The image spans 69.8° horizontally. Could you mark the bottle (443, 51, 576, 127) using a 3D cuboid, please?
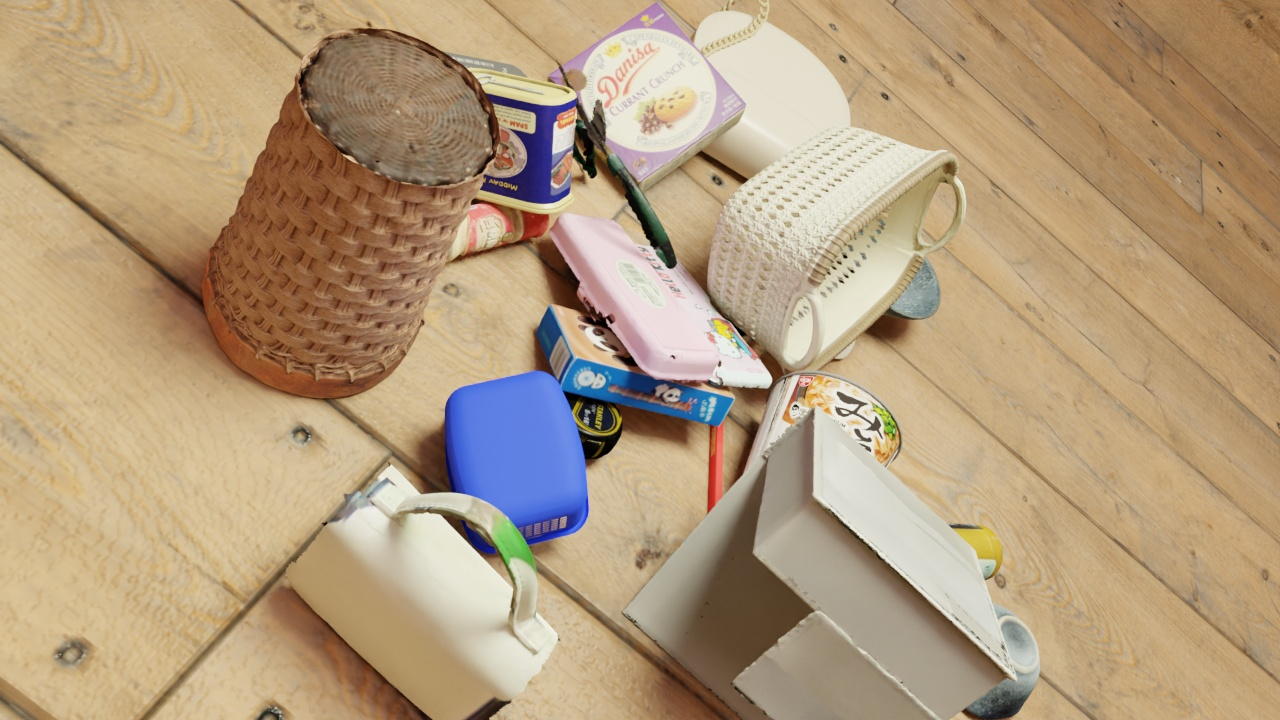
[{"bbox_3d":[-0.140,-0.233,0.844,0.173,0.046,0.083,-2,61,-36],"label":"bottle"}]

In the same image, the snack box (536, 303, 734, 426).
[{"bbox_3d":[-0.004,0.004,0.757,0.151,0.034,0.087,15,26,-28],"label":"snack box"}]

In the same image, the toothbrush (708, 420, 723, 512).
[{"bbox_3d":[0.056,0.133,0.747,0.018,0.012,0.212,22,50,-21],"label":"toothbrush"}]

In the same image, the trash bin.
[{"bbox_3d":[-0.189,-0.089,0.595,0.151,0.211,0.151,17,52,-24],"label":"trash bin"}]

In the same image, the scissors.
[{"bbox_3d":[-0.022,-0.161,0.804,0.015,0.202,0.202,-32,88,-6],"label":"scissors"}]

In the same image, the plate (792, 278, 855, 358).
[{"bbox_3d":[0.194,-0.053,0.952,0.104,0.026,0.104,26,46,-31],"label":"plate"}]

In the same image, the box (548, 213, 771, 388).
[{"bbox_3d":[0.019,-0.053,0.790,0.152,0.038,0.201,2,40,-39],"label":"box"}]

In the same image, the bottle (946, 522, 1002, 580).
[{"bbox_3d":[0.243,0.172,0.822,0.186,0.053,0.053,7,56,-30],"label":"bottle"}]

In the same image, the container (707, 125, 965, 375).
[{"bbox_3d":[0.177,-0.108,0.851,0.143,0.185,0.245,35,53,26],"label":"container"}]

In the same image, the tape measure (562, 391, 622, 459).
[{"bbox_3d":[-0.045,0.050,0.719,0.061,0.034,0.061,25,35,-10],"label":"tape measure"}]

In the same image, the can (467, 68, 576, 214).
[{"bbox_3d":[-0.110,-0.183,0.758,0.116,0.092,0.056,17,32,16],"label":"can"}]

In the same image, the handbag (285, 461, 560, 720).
[{"bbox_3d":[-0.107,0.123,0.526,0.151,0.176,0.073,43,44,-1],"label":"handbag"}]

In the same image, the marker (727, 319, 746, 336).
[{"bbox_3d":[0.121,-0.042,0.914,0.138,0.016,0.022,-19,57,-43],"label":"marker"}]

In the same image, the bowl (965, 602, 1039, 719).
[{"bbox_3d":[0.312,0.256,0.809,0.110,0.055,0.110,17,52,-23],"label":"bowl"}]

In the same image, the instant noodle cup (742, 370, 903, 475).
[{"bbox_3d":[0.140,0.094,0.768,0.123,0.124,0.121,39,55,-6],"label":"instant noodle cup"}]

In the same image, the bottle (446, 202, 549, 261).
[{"bbox_3d":[-0.128,-0.114,0.773,0.108,0.044,0.044,-24,75,-42],"label":"bottle"}]

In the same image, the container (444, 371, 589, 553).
[{"bbox_3d":[-0.087,0.067,0.638,0.096,0.058,0.114,-12,68,-12],"label":"container"}]

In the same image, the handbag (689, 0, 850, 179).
[{"bbox_3d":[0.140,-0.301,1.049,0.210,0.104,0.208,29,51,-13],"label":"handbag"}]

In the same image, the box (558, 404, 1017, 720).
[{"bbox_3d":[0.076,0.204,0.712,0.167,0.424,0.173,43,44,-2],"label":"box"}]

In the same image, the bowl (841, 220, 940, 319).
[{"bbox_3d":[0.260,-0.090,1.014,0.137,0.057,0.136,18,51,-24],"label":"bowl"}]

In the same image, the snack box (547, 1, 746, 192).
[{"bbox_3d":[0.005,-0.264,0.927,0.143,0.041,0.148,-38,84,-13],"label":"snack box"}]
